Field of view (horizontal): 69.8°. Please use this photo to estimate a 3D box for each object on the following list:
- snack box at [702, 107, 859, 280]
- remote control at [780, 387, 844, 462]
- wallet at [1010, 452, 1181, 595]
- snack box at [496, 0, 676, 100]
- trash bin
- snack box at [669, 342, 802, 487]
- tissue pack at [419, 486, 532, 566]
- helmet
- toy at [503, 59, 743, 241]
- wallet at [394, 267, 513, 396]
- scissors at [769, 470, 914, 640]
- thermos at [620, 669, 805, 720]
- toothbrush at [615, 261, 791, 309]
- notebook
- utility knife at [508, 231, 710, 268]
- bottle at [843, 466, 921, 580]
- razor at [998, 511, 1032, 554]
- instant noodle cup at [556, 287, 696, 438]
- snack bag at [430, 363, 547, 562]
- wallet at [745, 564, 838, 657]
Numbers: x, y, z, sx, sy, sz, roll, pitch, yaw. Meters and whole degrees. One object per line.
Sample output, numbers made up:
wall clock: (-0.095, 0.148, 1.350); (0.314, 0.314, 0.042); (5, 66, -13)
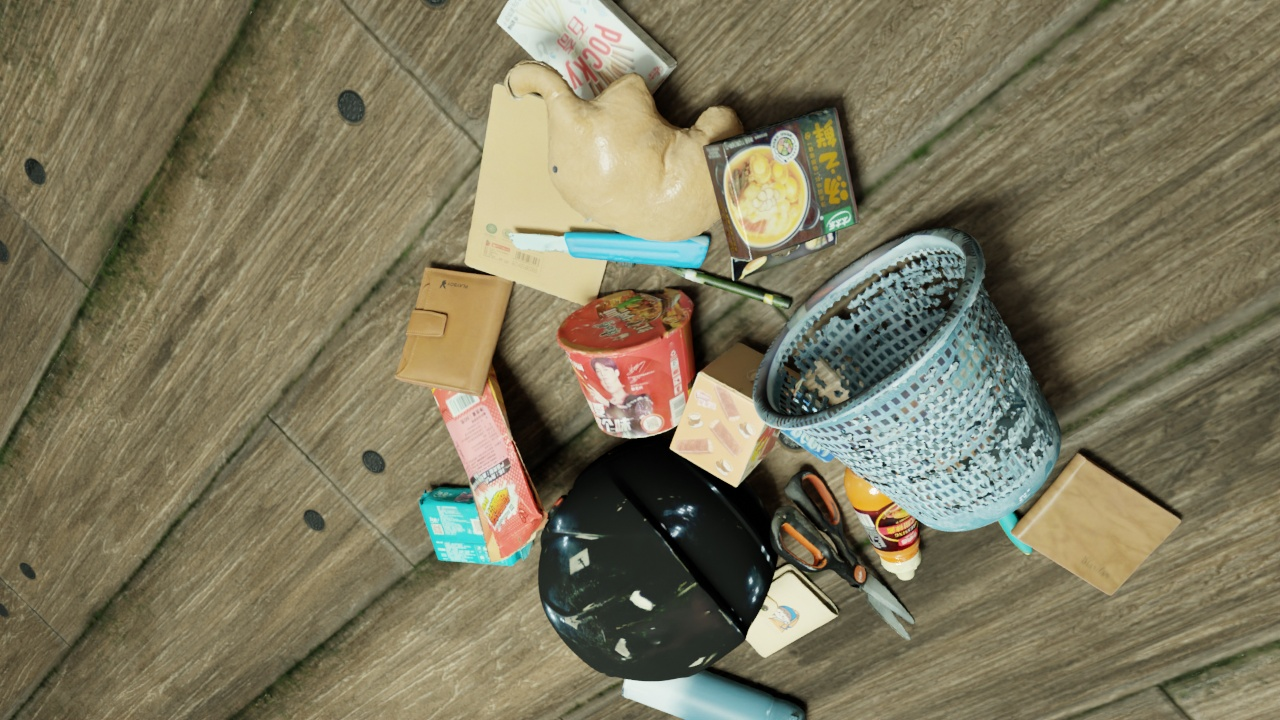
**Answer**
snack box: (0.125, -0.143, 0.801); (0.113, 0.053, 0.126); (-21, 105, -15)
remote control: (0.153, 0.050, 0.930); (0.125, 0.024, 0.049); (36, 122, 8)
wallet: (0.427, 0.155, 0.861); (0.115, 0.020, 0.101); (32, 109, 1)
snack box: (-0.051, -0.294, 0.847); (0.157, 0.026, 0.085); (43, 124, -1)
trash bin: (0.243, 0.033, 0.793); (0.227, 0.225, 0.195); (-33, 111, 31)
snack box: (0.094, 0.051, 0.890); (0.077, 0.092, 0.095); (29, 121, 18)
tissue pack: (-0.207, 0.204, 1.138); (0.134, 0.050, 0.093); (-2, 115, 23)
helmet: (0.007, 0.217, 0.951); (0.275, 0.229, 0.233); (-38, 95, 21)
toy: (-0.020, -0.184, 0.817); (0.226, 0.082, 0.144); (16, 110, -16)
wallet: (-0.202, -0.032, 0.993); (0.108, 0.031, 0.131); (10, 78, 19)
scissors: (0.224, 0.203, 0.964); (0.233, 0.160, 0.022); (24, 151, -30)
thermos: (0.089, 0.414, 1.111); (0.220, 0.070, 0.070); (16, 119, 14)
toothbrush: (0.060, -0.080, 0.914); (0.186, 0.012, 0.017); (18, 126, 13)
notebook: (-0.092, -0.157, 0.913); (0.148, 0.008, 0.208); (19, 127, 1)
utility knife: (-0.033, -0.114, 0.912); (0.203, 0.018, 0.034); (4, 121, 8)
bottle: (0.252, 0.162, 0.927); (0.067, 0.066, 0.149); (-10, 117, 26)
razor: (0.345, 0.133, 0.890); (0.043, 0.028, 0.132); (-33, 101, 8)
instant noodle cup: (-0.005, 0.005, 0.916); (0.138, 0.137, 0.109); (-2, 120, 23)
snack bag: (-0.165, 0.107, 1.008); (0.129, 0.073, 0.207); (-39, 68, 47)
wallet: (0.154, 0.284, 1.045); (0.087, 0.024, 0.115); (46, 123, -2)
